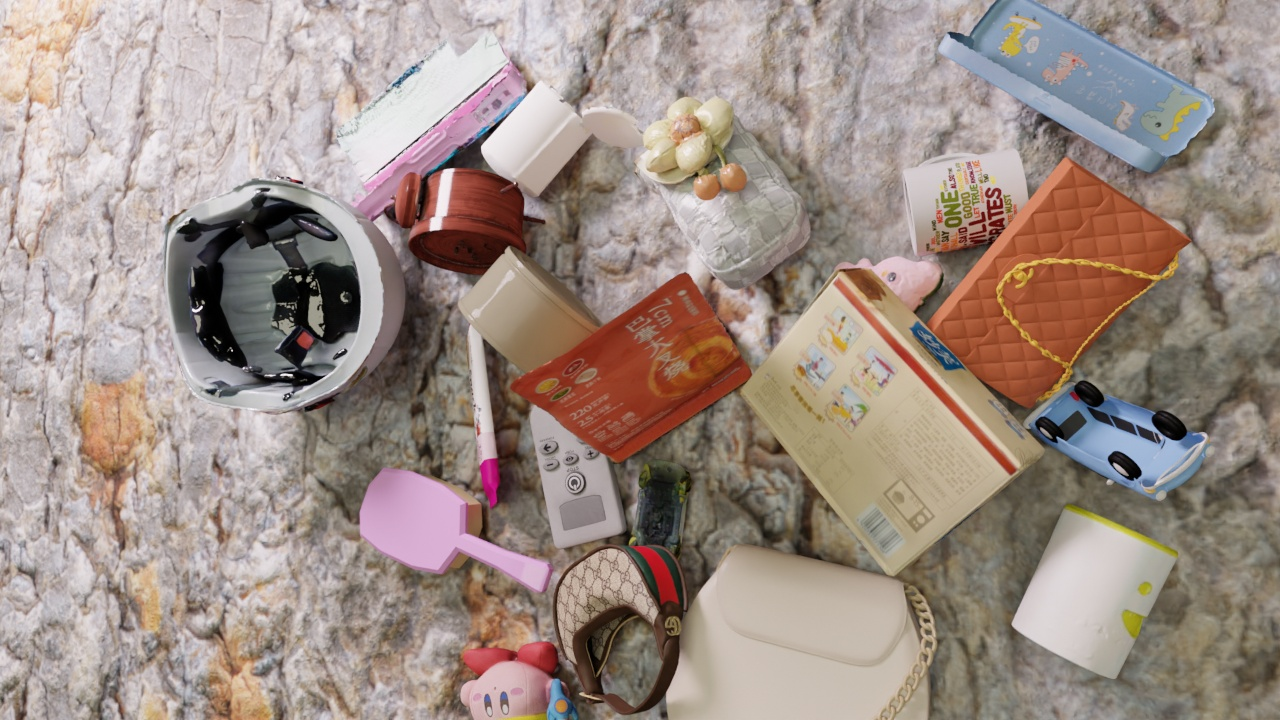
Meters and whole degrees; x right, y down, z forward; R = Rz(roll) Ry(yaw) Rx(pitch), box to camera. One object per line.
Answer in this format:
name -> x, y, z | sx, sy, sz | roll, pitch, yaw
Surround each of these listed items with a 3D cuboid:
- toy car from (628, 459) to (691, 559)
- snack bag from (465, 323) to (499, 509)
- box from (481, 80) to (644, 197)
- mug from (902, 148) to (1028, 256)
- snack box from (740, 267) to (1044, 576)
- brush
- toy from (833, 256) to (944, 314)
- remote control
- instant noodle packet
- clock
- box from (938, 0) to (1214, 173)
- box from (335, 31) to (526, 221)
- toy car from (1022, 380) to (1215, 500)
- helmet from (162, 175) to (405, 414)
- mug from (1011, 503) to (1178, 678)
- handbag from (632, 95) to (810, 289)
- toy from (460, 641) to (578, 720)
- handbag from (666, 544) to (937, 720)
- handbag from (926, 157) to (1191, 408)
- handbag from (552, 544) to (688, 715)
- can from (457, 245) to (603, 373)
toy car -> 0.020, 0.146, 0.858 | 0.048, 0.033, 0.105 | 8, 89, 24
snack bag -> -0.162, 0.050, 0.931 | 0.016, 0.070, 0.196 | -5, 78, -17
box -> -0.077, -0.217, 0.924 | 0.137, 0.083, 0.143 | -49, 51, 7
mug -> 0.274, -0.143, 0.786 | 0.090, 0.073, 0.105 | -9, 45, 15
snack box -> 0.197, 0.048, 0.757 | 0.207, 0.055, 0.154 | 52, 129, 22
brush -> -0.181, 0.179, 0.927 | 0.229, 0.043, 0.089 | 18, 88, 23
toy -> 0.207, -0.053, 0.807 | 0.093, 0.050, 0.102 | 32, 93, 21
remote control -> -0.065, 0.104, 0.906 | 0.074, 0.019, 0.151 | -18, 76, 18
instant noodle packet -> -0.005, 0.005, 0.782 | 0.164, 0.221, 0.084 | -33, 73, 6
clock -> -0.188, -0.142, 0.940 | 0.158, 0.120, 0.072 | 1, 74, 13
box -> 0.363, -0.232, 0.779 | 0.120, 0.049, 0.209 | -38, 66, -25
box -> -0.230, -0.258, 1.012 | 0.231, 0.066, 0.158 | -35, 51, 13
toy car -> 0.357, 0.061, 0.691 | 0.056, 0.153, 0.055 | -42, 108, 0
helmet -> -0.353, -0.067, 0.968 | 0.264, 0.163, 0.236 | -11, 92, 17
mug -> 0.345, 0.174, 0.701 | 0.082, 0.082, 0.106 | 25, 93, 23
handbag -> 0.073, -0.158, 0.837 | 0.112, 0.123, 0.171 | -35, 65, 6
toy -> -0.106, 0.337, 0.865 | 0.124, 0.097, 0.131 | -10, 59, 13
handbag -> 0.130, 0.269, 0.760 | 0.211, 0.103, 0.208 | 9, 81, 21
handbag -> 0.322, -0.053, 0.719 | 0.109, 0.060, 0.172 | 34, 118, 3
handbag -> -0.020, 0.240, 0.811 | 0.167, 0.063, 0.138 | -41, 51, 42
can -> -0.103, -0.042, 0.886 | 0.128, 0.127, 0.073 | 44, 96, 21
